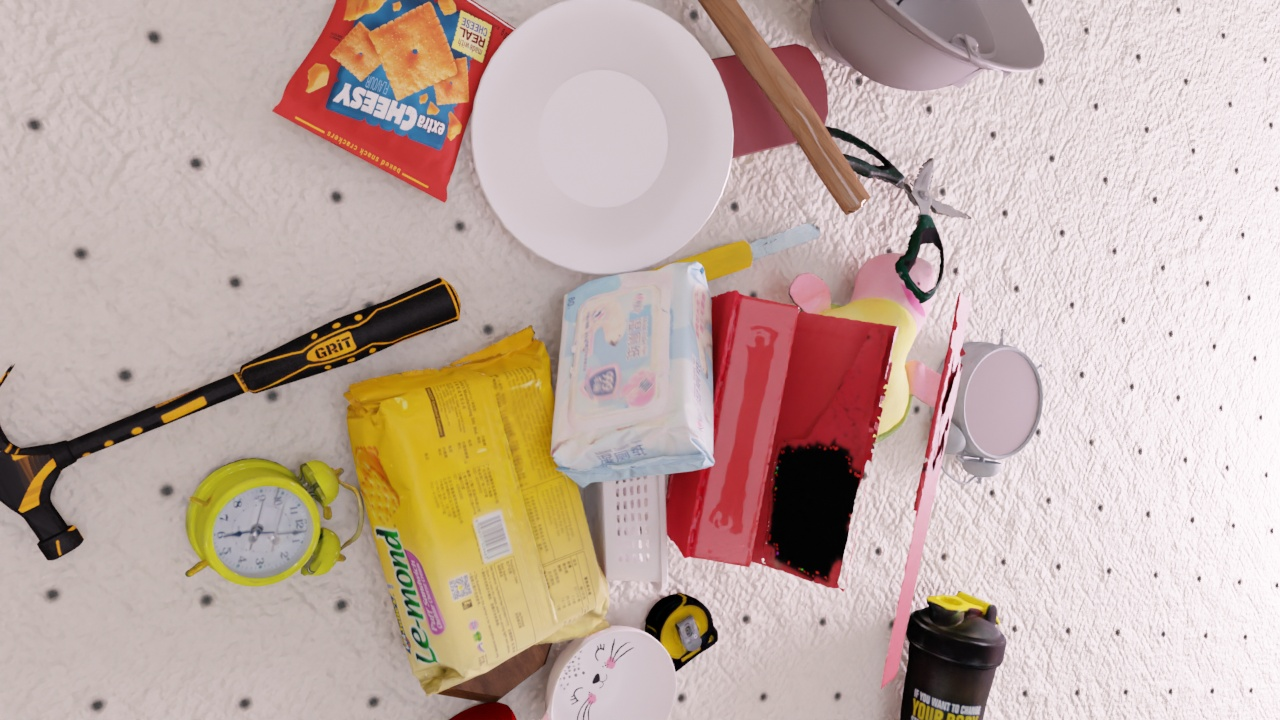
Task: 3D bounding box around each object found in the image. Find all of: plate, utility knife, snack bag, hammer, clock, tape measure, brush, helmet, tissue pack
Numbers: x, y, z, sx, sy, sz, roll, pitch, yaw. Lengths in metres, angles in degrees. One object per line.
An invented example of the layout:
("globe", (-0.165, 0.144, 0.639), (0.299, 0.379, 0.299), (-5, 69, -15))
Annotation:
("plate", (-0.027, -0.172, 0.714), (0.208, 0.015, 0.209), (-3, 102, -16))
("utility knife", (0.070, -0.085, 0.809), (0.224, 0.019, 0.030), (-19, 109, -20))
("snack bag", (-0.171, -0.209, 0.660), (0.130, 0.039, 0.144), (26, 83, -28))
("hammer", (-0.274, 0.011, 0.632), (0.320, 0.036, 0.123), (-26, 105, -21))
("snack bag", (-0.114, 0.110, 0.680), (0.159, 0.068, 0.247), (-16, 93, -30))
("clock", (-0.253, 0.111, 0.638), (0.118, 0.057, 0.083), (-2, 95, -34))
("tape measure", (0.035, 0.238, 0.810), (0.061, 0.034, 0.061), (-31, 106, -23))
("clock", (0.357, 0.053, 0.955), (0.122, 0.045, 0.159), (35, 77, -25))
("brush", (0.081, -0.217, 0.789), (0.173, 0.042, 0.082), (-19, 103, -25))
("helmet", (0.232, -0.304, 0.825), (0.270, 0.118, 0.183), (7, 60, -33))
("tissue pack", (-0.004, 0.004, 0.690), (0.070, 0.112, 0.181), (50, 34, -50))
("hammer", (0.084, -0.258, 0.738), (0.098, 0.052, 0.328), (-38, 95, -20))
("plate", (-0.119, 0.214, 0.732), (0.131, 0.025, 0.131), (-3, 96, -27))

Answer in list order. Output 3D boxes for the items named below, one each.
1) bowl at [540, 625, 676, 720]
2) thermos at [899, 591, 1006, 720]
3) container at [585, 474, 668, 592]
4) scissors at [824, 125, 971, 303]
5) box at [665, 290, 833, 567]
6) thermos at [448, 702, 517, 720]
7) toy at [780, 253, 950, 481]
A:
("bowl", (-0.032, 0.273, 0.769), (0.114, 0.051, 0.115), (-3, 96, -27))
("thermos", (0.309, 0.348, 0.934), (0.098, 0.098, 0.221), (6, 95, -28))
("container", (-0.014, 0.120, 0.752), (0.049, 0.081, 0.129), (-4, 96, -16))
("scissors", (0.231, -0.155, 0.854), (0.204, 0.015, 0.201), (34, 48, -9))
("box", (0.134, 0.068, 0.902), (0.477, 0.171, 0.214), (15, 86, -59))
("thermos", (-0.092, 0.378, 0.715), (0.083, 0.108, 0.198), (-27, 104, -22))
("toy", (0.198, -0.004, 0.844), (0.190, 0.088, 0.237), (33, 74, -10))
